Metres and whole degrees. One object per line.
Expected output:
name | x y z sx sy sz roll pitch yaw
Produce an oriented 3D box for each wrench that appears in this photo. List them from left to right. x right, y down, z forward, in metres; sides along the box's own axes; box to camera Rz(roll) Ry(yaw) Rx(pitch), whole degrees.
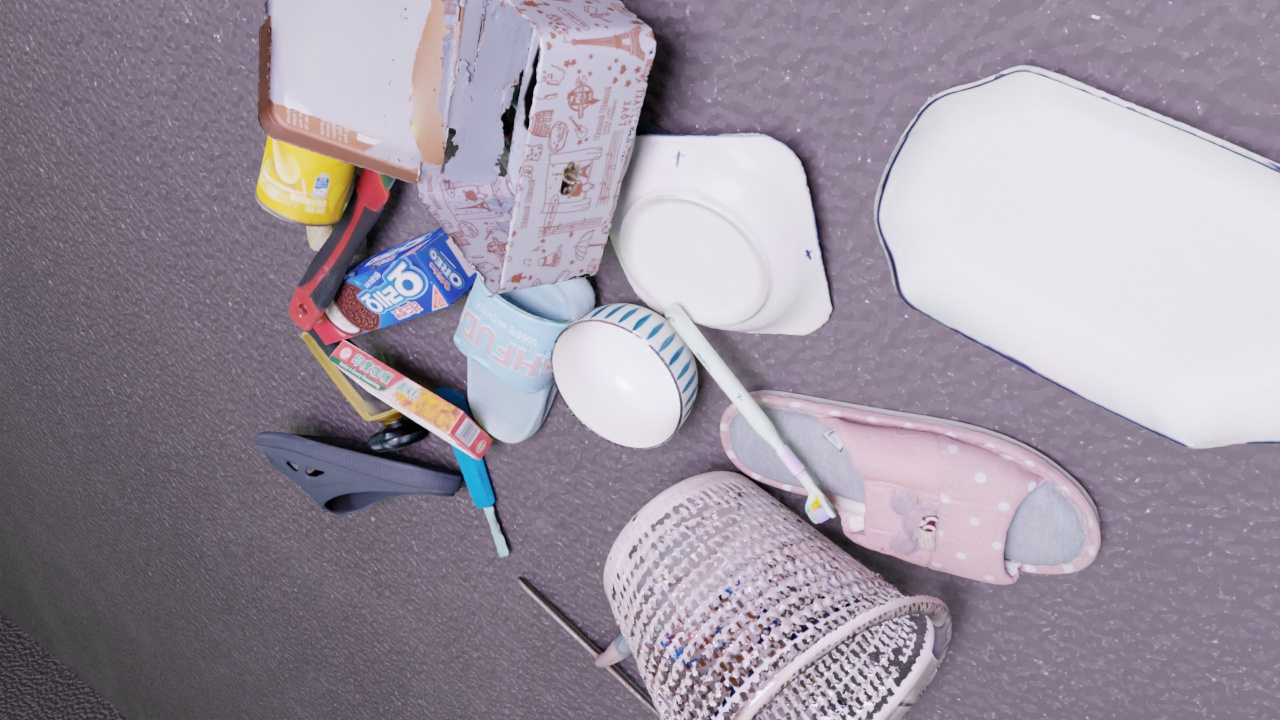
wrench | -0.238 -0.129 0.771 0.056 0.016 0.274 40 118 8

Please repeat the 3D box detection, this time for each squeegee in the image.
squeegee | -0.017 0.279 0.907 0.247 0.040 0.250 43 146 5

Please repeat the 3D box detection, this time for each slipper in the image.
slipper | -0.316 0.131 0.993 0.268 0.110 0.083 9 84 27
slipper | -0.113 -0.007 0.779 0.104 0.074 0.246 35 138 12
slipper | 0.175 0.089 0.649 0.275 0.054 0.114 17 129 28

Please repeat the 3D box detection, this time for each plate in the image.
plate | 0.041 -0.076 0.624 0.164 0.034 0.164 8 136 32
plate | 0.259 -0.056 0.497 0.266 0.034 0.162 30 133 16

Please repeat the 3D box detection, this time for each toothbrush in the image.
toothbrush | 0.076 0.037 0.649 0.189 0.020 0.029 53 155 -4

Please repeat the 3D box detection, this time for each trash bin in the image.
trash bin | 0.080 0.197 0.683 0.192 0.227 0.228 47 145 41

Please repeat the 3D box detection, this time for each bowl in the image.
bowl | -0.004 0.004 0.713 0.116 0.066 0.117 19 130 24

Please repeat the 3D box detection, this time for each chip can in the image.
chip can | -0.235 -0.209 0.689 0.072 0.071 0.214 34 120 12

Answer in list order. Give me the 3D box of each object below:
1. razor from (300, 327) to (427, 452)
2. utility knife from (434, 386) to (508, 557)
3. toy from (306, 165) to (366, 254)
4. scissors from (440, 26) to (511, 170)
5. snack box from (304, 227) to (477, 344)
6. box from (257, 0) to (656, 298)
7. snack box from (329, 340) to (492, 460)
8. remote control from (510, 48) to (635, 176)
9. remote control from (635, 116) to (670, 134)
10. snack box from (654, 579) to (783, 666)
razor | -0.293 0.028 0.956 0.068 0.062 0.167 -43 86 17
utility knife | -0.170 0.123 0.955 0.034 0.018 0.216 6 122 31
toy | -0.273 -0.158 0.805 0.105 0.066 0.158 3 134 -4
scissors | -0.103 -0.169 0.678 0.205 0.015 0.197 46 158 15
snack box | -0.233 -0.067 0.837 0.208 0.057 0.058 -12 117 41
box | -0.124 -0.178 0.586 0.274 0.124 0.179 32 130 16
snack box | -0.217 0.038 0.869 0.156 0.027 0.077 28 165 23
remote control | -0.052 -0.169 0.621 0.135 0.019 0.056 52 139 27
remote control | -0.015 -0.148 0.640 0.136 0.024 0.053 31 134 15
snack box | 0.057 0.235 0.863 0.084 0.026 0.158 45 136 0
